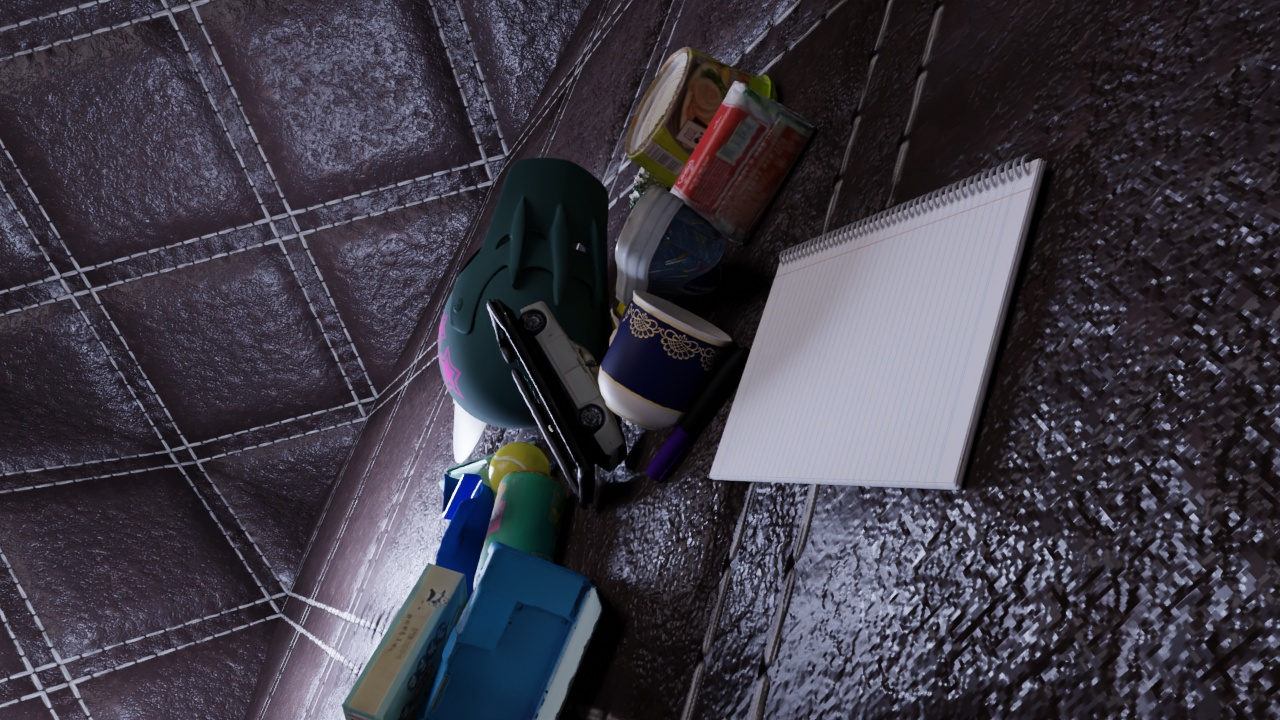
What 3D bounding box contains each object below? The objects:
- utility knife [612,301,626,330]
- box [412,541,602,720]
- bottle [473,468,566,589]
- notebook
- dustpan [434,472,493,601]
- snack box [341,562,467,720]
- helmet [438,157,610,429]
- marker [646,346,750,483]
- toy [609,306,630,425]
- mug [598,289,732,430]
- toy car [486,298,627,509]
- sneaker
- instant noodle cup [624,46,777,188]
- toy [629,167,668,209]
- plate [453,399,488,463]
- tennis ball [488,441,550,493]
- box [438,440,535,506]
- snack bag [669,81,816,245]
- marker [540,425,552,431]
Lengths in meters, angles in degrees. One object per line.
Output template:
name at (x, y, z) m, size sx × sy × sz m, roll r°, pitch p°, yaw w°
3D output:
utility knife at (0.011, -0.096, 0.906) m, size 0.029 × 0.020 × 0.173 m, roll 48°, pitch 128°, yaw 34°
box at (-0.113, 0.274, 0.692) m, size 0.243 × 0.094 × 0.115 m, roll -67°, pitch 15°, yaw -6°
bottle at (-0.117, 0.202, 0.837) m, size 0.068 × 0.068 × 0.209 m, roll -46°, pitch 26°, yaw 43°
notebook at (0.126, -0.011, 0.550) m, size 0.246 × 0.013 × 0.177 m, roll -14°, pitch 54°, yaw 66°
dustpan at (-0.182, 0.194, 0.935) m, size 0.258 × 0.059 × 0.245 m, roll 123°, pitch 154°, yaw -46°
snack box at (-0.196, 0.292, 0.799) m, size 0.141 × 0.044 × 0.194 m, roll -64°, pitch -15°, yaw -48°
helmet at (-0.119, -0.065, 0.996) m, size 0.201 × 0.176 × 0.274 m, roll -31°, pitch 49°, yaw 59°
marker at (0.044, 0.043, 0.695) m, size 0.134 × 0.015 × 0.018 m, roll -55°, pitch 48°, yaw 24°
toy at (-0.005, 0.005, 0.819) m, size 0.050 × 0.112 × 0.087 m, roll -18°, pitch 38°, yaw 0°
mug at (0.007, -0.001, 0.729) m, size 0.112 × 0.085 × 0.089 m, roll 40°, pitch 107°, yaw 50°
toy car at (-0.066, 0.028, 0.825) m, size 0.191 × 0.071 × 0.094 m, roll 58°, pitch 163°, yaw 24°
sneaker at (0.030, -0.077, 0.774) m, size 0.087 × 0.079 × 0.235 m, roll -61°, pitch -5°, yaw -3°
instant noodle cup at (0.054, -0.228, 0.890) m, size 0.146 × 0.098 × 0.146 m, roll -53°, pitch 21°, yaw 31°
toy at (0.024, -0.228, 1.061) m, size 0.109 × 0.041 × 0.096 m, roll -63°, pitch 4°, yaw -7°
plate at (-0.210, 0.017, 1.177) m, size 0.230 × 0.030 × 0.228 m, roll -54°, pitch 25°, yaw 39°
tennis ball at (-0.129, 0.120, 0.982) m, size 0.065 × 0.065 × 0.065 m, roll -53°, pitch 22°, yaw 31°
box at (-0.180, 0.146, 1.139) m, size 0.092 × 0.077 × 0.189 m, roll -34°, pitch 4°, yaw -26°
snack bag at (0.082, -0.163, 0.761) m, size 0.116 × 0.077 × 0.036 m, roll -59°, pitch 21°, yaw 16°
marker at (-0.088, 0.077, 1.006) m, size 0.014 × 0.014 × 0.132 m, roll -67°, pitch 19°, yaw -10°
